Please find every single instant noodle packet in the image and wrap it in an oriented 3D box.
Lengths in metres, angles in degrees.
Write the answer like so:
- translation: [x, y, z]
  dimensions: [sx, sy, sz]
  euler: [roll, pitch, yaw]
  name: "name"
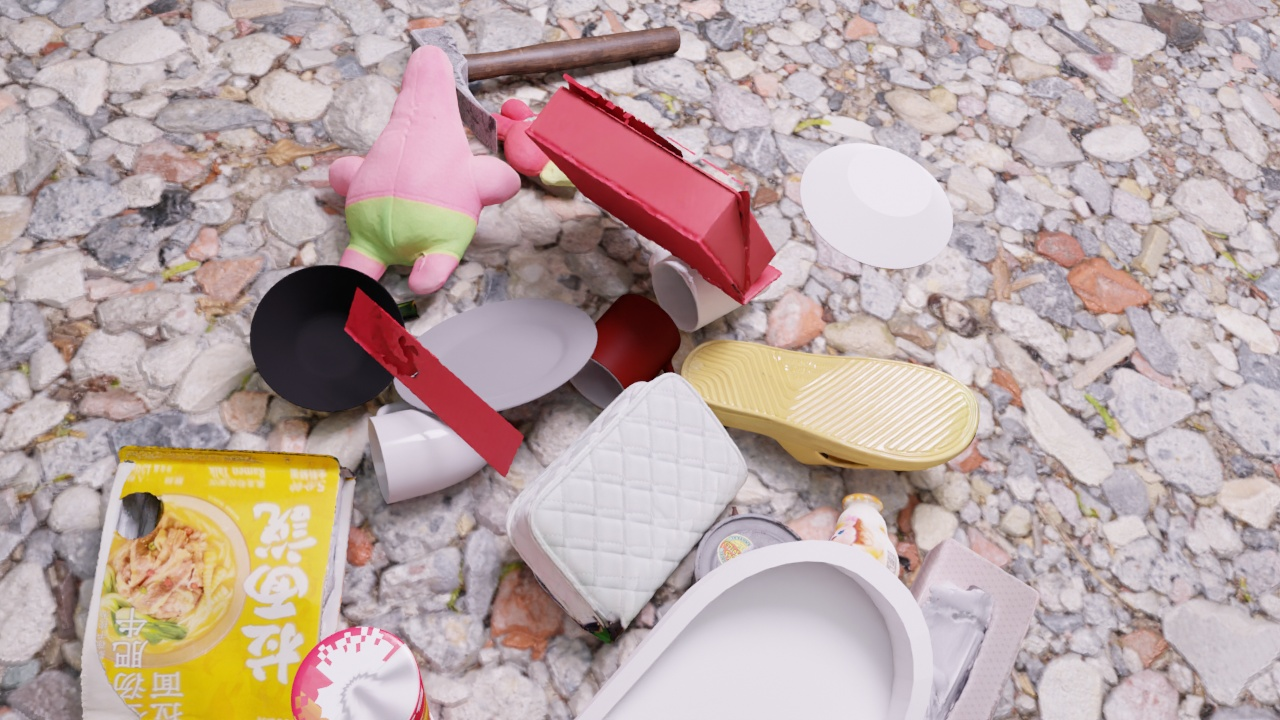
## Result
- translation: [-0.308, 0.179, 0.675]
  dimensions: [0.163, 0.084, 0.221]
  euler: [2, 67, -7]
  name: "instant noodle packet"

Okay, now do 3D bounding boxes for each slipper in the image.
- translation: [0.163, 0.048, 0.828]
  dimensions: [0.264, 0.078, 0.099]
  euler: [13, 58, 17]
  name: "slipper"

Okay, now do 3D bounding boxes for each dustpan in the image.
- translation: [0.093, 0.250, 0.661]
  dimensions: [0.191, 0.053, 0.257]
  euler: [43, 76, 5]
  name: "dustpan"

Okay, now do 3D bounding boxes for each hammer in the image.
- translation: [-0.071, -0.311, 0.984]
  dimensions: [0.300, 0.037, 0.217]
  euler: [-17, 47, -24]
  name: "hammer"

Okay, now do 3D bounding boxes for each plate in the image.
- translation: [-0.125, -0.003, 0.796]
  dimensions: [0.178, 0.012, 0.178]
  euler: [-8, 33, 5]
  name: "plate"
- translation: [0.263, -0.182, 0.994]
  dimensions: [0.174, 0.036, 0.173]
  euler: [4, 60, -8]
  name: "plate"

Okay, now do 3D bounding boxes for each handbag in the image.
- translation: [-0.009, 0.113, 0.749]
  dimensions: [0.194, 0.073, 0.139]
  euler: [-44, 106, -28]
  name: "handbag"

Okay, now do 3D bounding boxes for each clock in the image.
- translation: [0.085, 0.190, 0.743]
  dimensions: [0.104, 0.056, 0.147]
  euler: [29, 58, 7]
  name: "clock"

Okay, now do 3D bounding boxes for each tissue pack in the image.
- translation: [0.247, 0.236, 0.742]
  dimensions: [0.104, 0.071, 0.181]
  euler: [33, 64, 8]
  name: "tissue pack"

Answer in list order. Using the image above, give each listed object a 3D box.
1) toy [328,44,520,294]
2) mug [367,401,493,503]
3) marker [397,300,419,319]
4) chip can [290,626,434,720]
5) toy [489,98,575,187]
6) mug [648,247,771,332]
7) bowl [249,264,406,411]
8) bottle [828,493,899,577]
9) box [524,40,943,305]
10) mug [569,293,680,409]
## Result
- translation: [-0.208, -0.176, 0.854]
  dimensions: [0.192, 0.097, 0.236]
  euler: [6, 85, 11]
  name: "toy"
- translation: [-0.179, 0.063, 0.770]
  dimensions: [0.089, 0.071, 0.107]
  euler: [-12, 36, -24]
  name: "mug"
- translation: [-0.274, -0.032, 0.828]
  dimensions: [0.146, 0.017, 0.017]
  euler: [-13, 64, -16]
  name: "marker"
- translation: [-0.167, 0.228, 0.581]
  dimensions: [0.069, 0.221, 0.069]
  euler: [4, 60, -8]
  name: "chip can"
- translation: [-0.103, -0.225, 0.949]
  dimensions: [0.135, 0.045, 0.091]
  euler: [32, 56, 14]
  name: "toy"
- translation: [0.058, -0.088, 0.893]
  dimensions: [0.090, 0.074, 0.110]
  euler: [-29, 43, -23]
  name: "mug"
- translation: [-0.267, -0.016, 0.791]
  dimensions: [0.124, 0.053, 0.124]
  euler: [2, 83, -16]
  name: "bowl"
- translation: [0.184, 0.166, 0.770]
  dimensions: [0.063, 0.063, 0.108]
  euler: [14, 52, -2]
  name: "bottle"
- translation: [0.095, -0.200, 0.852]
  dimensions: [0.373, 0.148, 0.213]
  euler: [-34, 57, -30]
  name: "box"
- translation: [-0.005, 0.005, 0.829]
  dimensions: [0.105, 0.073, 0.082]
  euler: [47, 61, -11]
  name: "mug"
